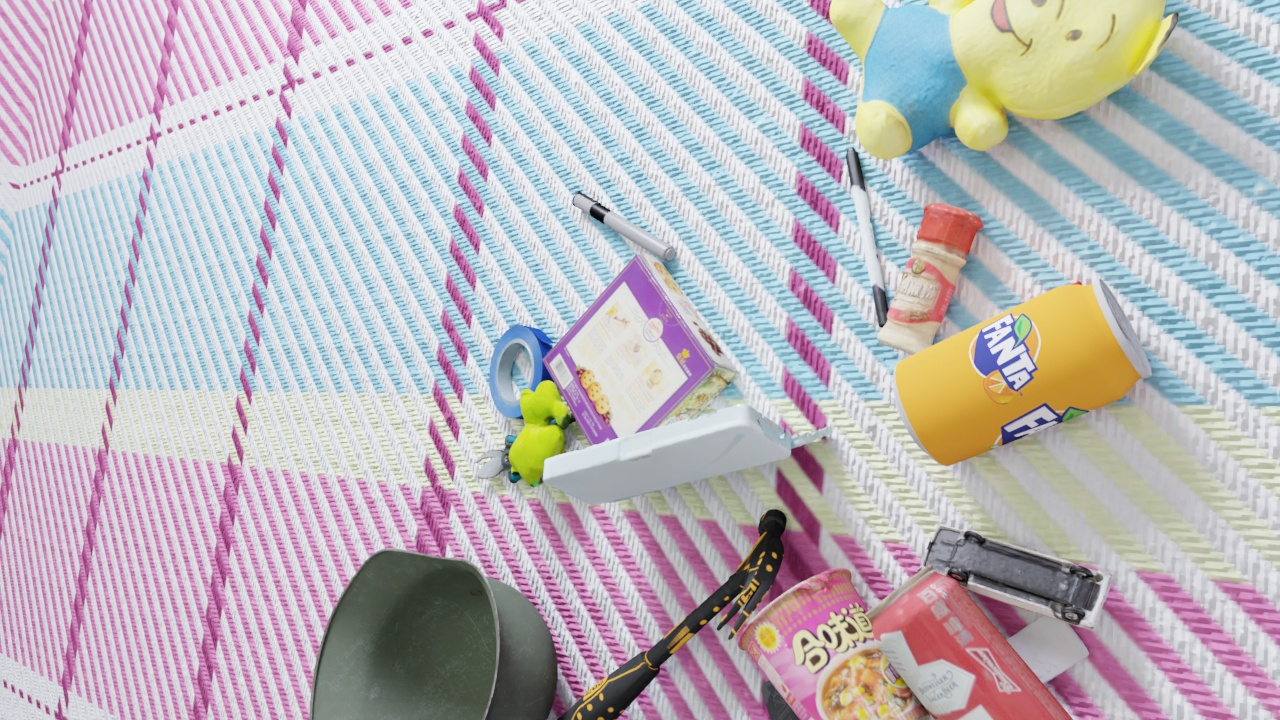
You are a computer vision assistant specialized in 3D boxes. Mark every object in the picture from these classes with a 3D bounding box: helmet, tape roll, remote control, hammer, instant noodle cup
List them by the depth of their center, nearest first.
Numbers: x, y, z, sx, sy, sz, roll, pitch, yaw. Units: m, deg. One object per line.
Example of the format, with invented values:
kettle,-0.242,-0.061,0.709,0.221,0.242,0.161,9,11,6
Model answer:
remote control,0.233,0.214,0.608,0.131,0.012,0.033,-46,59,23
instant noodle cup,0.136,0.216,0.631,0.098,0.097,0.108,-49,55,21
remote control,0.131,0.305,0.676,0.045,0.008,0.146,-33,62,30
hammer,0.008,0.246,0.743,0.036,0.123,0.321,39,118,-1
helmet,-0.166,0.287,0.823,0.269,0.153,0.226,-38,48,36
tape roll,-0.120,0.012,0.925,0.091,0.016,0.093,27,103,46

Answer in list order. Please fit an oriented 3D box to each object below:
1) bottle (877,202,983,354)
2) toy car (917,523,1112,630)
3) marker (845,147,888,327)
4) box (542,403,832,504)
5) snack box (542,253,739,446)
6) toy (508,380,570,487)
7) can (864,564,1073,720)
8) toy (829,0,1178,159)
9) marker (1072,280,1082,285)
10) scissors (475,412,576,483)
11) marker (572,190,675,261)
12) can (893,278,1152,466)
bottle,0.208,-0.057,0.663,0.044,0.044,0.109,24,97,39
toy car,0.243,0.142,0.598,0.113,0.039,0.039,13,64,39
marker,0.177,-0.098,0.716,0.011,0.011,0.152,-18,70,35
box,0.035,0.078,0.715,0.198,0.136,0.049,-18,71,35
snack box,-0.005,0.005,0.824,0.148,0.040,0.143,-46,56,23
toy,-0.095,0.070,0.860,0.094,0.036,0.093,-26,68,44
can,0.216,0.212,0.568,0.067,0.067,0.170,-47,67,23
toy,0.247,-0.221,0.638,0.214,0.083,0.148,-14,74,34
marker,0.242,-0.017,0.646,0.143,0.012,0.012,-31,63,31
scissors,-0.105,0.092,0.904,0.153,0.019,0.128,34,102,37
marker,-0.017,-0.129,0.877,0.140,0.016,0.016,36,104,38
can,0.243,0.009,0.597,0.143,0.079,0.079,-29,64,31
